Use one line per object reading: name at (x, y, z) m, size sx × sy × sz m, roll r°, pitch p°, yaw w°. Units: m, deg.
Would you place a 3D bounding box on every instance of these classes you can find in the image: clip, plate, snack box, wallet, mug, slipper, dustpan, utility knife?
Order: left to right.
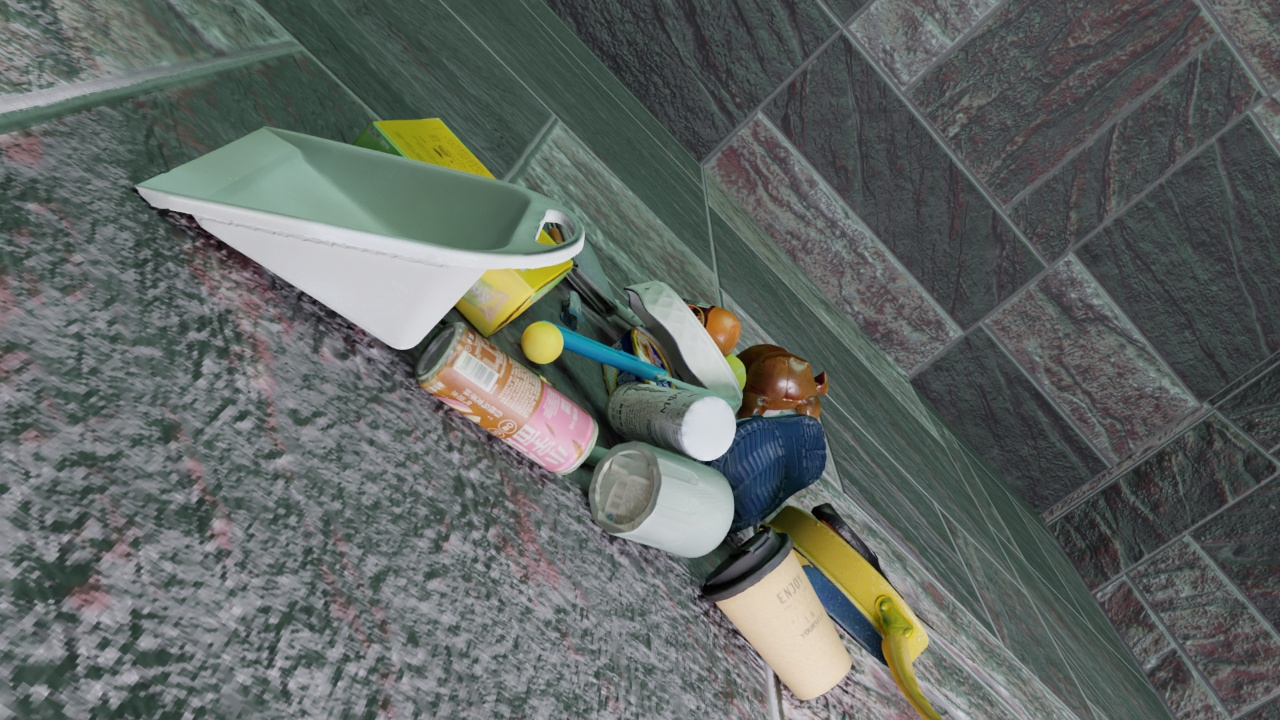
dustpan at (-0.183, -0.125, 0.699) m, size 0.257 × 0.143 × 0.222 m, roll 39°, pitch 19°, yaw -15°
snack box at (-0.174, -0.134, 0.886) m, size 0.210 × 0.070 × 0.157 m, roll 46°, pitch 18°, yaw -5°
clip at (-0.077, -0.058, 1.039) m, size 0.025 × 0.036 × 0.057 m, roll 37°, pitch 21°, yaw -24°
wallet at (-0.080, -0.123, 1.139) m, size 0.106 × 0.037 × 0.129 m, roll 45°, pitch 17°, yaw -45°
utility knife at (-0.005, 0.005, 0.903) m, size 0.223 × 0.018 × 0.034 m, roll 22°, pitch 12°, yaw 14°
mug at (0.005, 0.112, 0.797) m, size 0.124 × 0.083 × 0.103 m, roll 30°, pitch 3°, yaw 43°
plate at (0.054, -0.012, 1.090) m, size 0.205 × 0.045 × 0.205 m, roll 55°, pitch -3°, yaw 3°
slipper at (0.115, 0.109, 0.985) m, size 0.252 × 0.095 × 0.105 m, roll -15°, pitch 95°, yaw -52°

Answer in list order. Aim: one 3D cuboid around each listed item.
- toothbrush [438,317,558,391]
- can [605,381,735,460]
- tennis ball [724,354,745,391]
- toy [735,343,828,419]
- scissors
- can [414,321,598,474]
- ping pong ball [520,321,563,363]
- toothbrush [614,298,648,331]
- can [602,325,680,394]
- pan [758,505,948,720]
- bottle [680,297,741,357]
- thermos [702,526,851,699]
toothbrush at (-0.142, -0.016, 0.809) m, size 0.185 × 0.012 × 0.017 m, roll 35°, pitch 11°, yaw -34°
can at (0.025, 0.054, 0.861) m, size 0.058 × 0.058 × 0.147 m, roll 39°, pitch -15°, yaw -27°
tennis ball at (0.108, 0.022, 1.225) m, size 0.065 × 0.066 × 0.065 m, roll 42°, pitch 19°, yaw -18°
toy at (0.187, 0.034, 1.306) m, size 0.140 × 0.130 × 0.199 m, roll 4°, pitch 16°, yaw -8°
scissors at (0.236, 0.217, 0.924) m, size 0.221 × 0.021 × 0.232 m, roll 52°, pitch -11°, yaw -29°
can at (-0.104, 0.031, 0.722) m, size 0.147 × 0.058 × 0.057 m, roll 38°, pitch 20°, yaw -29°
ping pong ball at (-0.094, -0.017, 0.875) m, size 0.040 × 0.040 × 0.040 m, roll 42°, pitch 19°, yaw -18°
toothbrush at (0.017, -0.037, 1.219) m, size 0.191 × 0.016 × 0.018 m, roll 35°, pitch 12°, yaw -36°
can at (0.002, 0.021, 1.005) m, size 0.074 × 0.049 × 0.148 m, roll 39°, pitch 20°, yaw -28°
pan at (0.211, 0.246, 0.841) m, size 0.197 × 0.078 × 0.358 m, roll 49°, pitch -9°, yaw -14°
bottle at (0.057, -0.054, 1.211) m, size 0.149 × 0.067 × 0.066 m, roll 24°, pitch 8°, yaw 24°
thermos at (0.122, 0.222, 0.812) m, size 0.143 × 0.093 × 0.093 m, roll 55°, pitch 18°, yaw -1°
